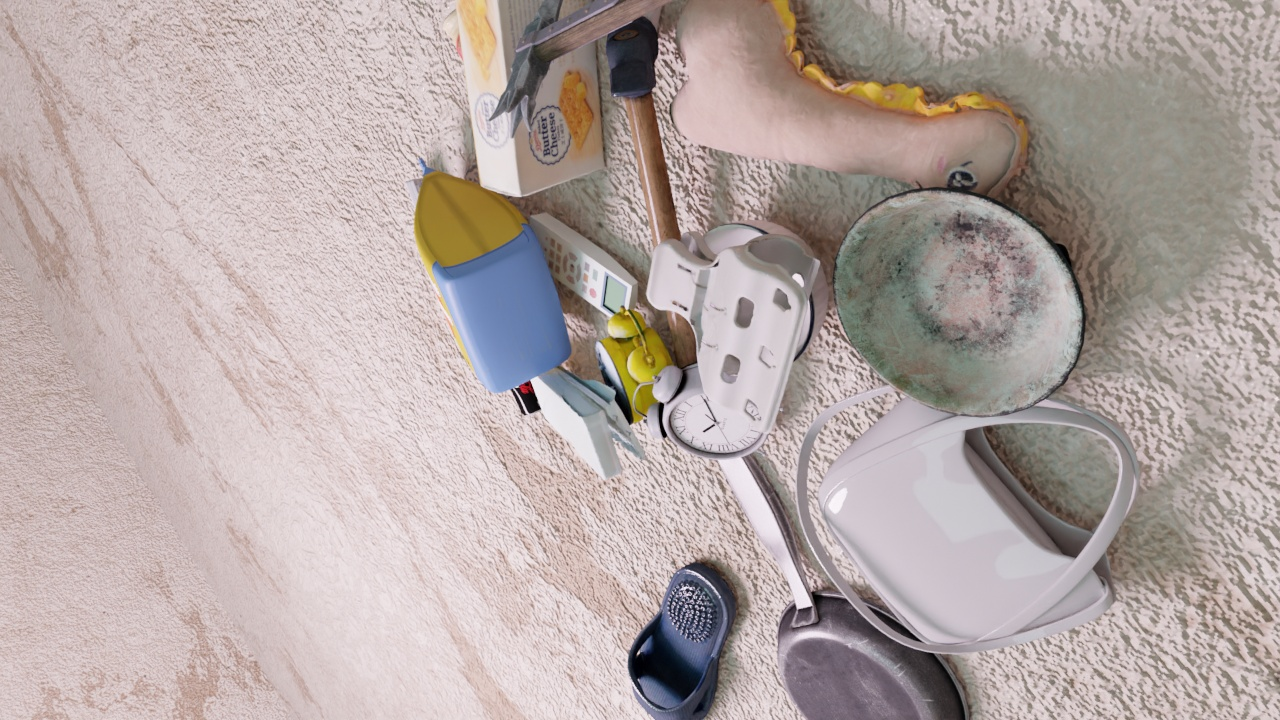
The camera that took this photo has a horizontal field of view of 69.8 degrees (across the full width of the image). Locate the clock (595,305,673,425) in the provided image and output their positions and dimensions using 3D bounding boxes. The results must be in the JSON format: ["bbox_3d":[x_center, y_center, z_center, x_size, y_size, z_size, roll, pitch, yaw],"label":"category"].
[{"bbox_3d":[-0.005,0.005,0.825,0.119,0.057,0.083,84,162,-51],"label":"clock"}]

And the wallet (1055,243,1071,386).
[{"bbox_3d":[0.230,-0.036,0.612,0.115,0.026,0.089,10,119,41],"label":"wallet"}]

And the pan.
[{"bbox_3d":[0.155,0.220,0.827,0.357,0.055,0.188,56,139,-1],"label":"pan"}]

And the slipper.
[{"bbox_3d":[0.029,0.323,0.982,0.101,0.082,0.264,37,134,28],"label":"slipper"}]

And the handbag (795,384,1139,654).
[{"bbox_3d":[0.230,0.095,0.638,0.216,0.095,0.223,51,136,8],"label":"handbag"}]

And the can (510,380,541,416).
[{"bbox_3d":[-0.131,0.020,1.007,0.032,0.031,0.080,-17,99,49],"label":"can"}]

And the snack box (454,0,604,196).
[{"bbox_3d":[-0.091,-0.250,0.757,0.057,0.104,0.208,19,124,38],"label":"snack box"}]

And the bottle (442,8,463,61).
[{"bbox_3d":[-0.140,-0.270,0.843,0.044,0.044,0.109,-28,90,49],"label":"bottle"}]

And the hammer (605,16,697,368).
[{"bbox_3d":[0.021,-0.101,0.742,0.040,0.129,0.322,-9,124,6],"label":"hammer"}]

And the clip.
[{"bbox_3d":[0.075,-0.038,0.664,0.152,0.096,0.126,53,142,43],"label":"clip"}]

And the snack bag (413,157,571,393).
[{"bbox_3d":[-0.162,-0.092,0.908,0.205,0.102,0.159,51,162,42],"label":"snack bag"}]

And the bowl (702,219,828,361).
[{"bbox_3d":[0.098,-0.057,0.708,0.118,0.062,0.118,24,128,34],"label":"bowl"}]

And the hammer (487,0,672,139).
[{"bbox_3d":[0.025,-0.249,0.590,0.318,0.146,0.028,-6,151,45],"label":"hammer"}]

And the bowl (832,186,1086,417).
[{"bbox_3d":[0.200,-0.041,0.577,0.157,0.038,0.158,25,135,28],"label":"bowl"}]

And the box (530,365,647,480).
[{"bbox_3d":[-0.060,0.047,0.879,0.083,0.066,0.199,46,174,-24],"label":"box"}]

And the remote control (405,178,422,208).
[{"bbox_3d":[-0.221,-0.133,1.004,0.011,0.050,0.136,-18,101,5],"label":"remote control"}]

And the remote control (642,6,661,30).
[{"bbox_3d":[0.002,-0.303,0.702,0.043,0.013,0.137,36,134,26],"label":"remote control"}]

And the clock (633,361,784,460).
[{"bbox_3d":[0.054,0.042,0.781,0.122,0.035,0.095,10,136,-1],"label":"clock"}]

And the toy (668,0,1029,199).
[{"bbox_3d":[0.125,-0.187,0.607,0.265,0.065,0.196,19,128,35],"label":"toy"}]

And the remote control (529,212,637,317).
[{"bbox_3d":[-0.054,-0.091,0.872,0.143,0.024,0.050,36,138,27],"label":"remote control"}]
